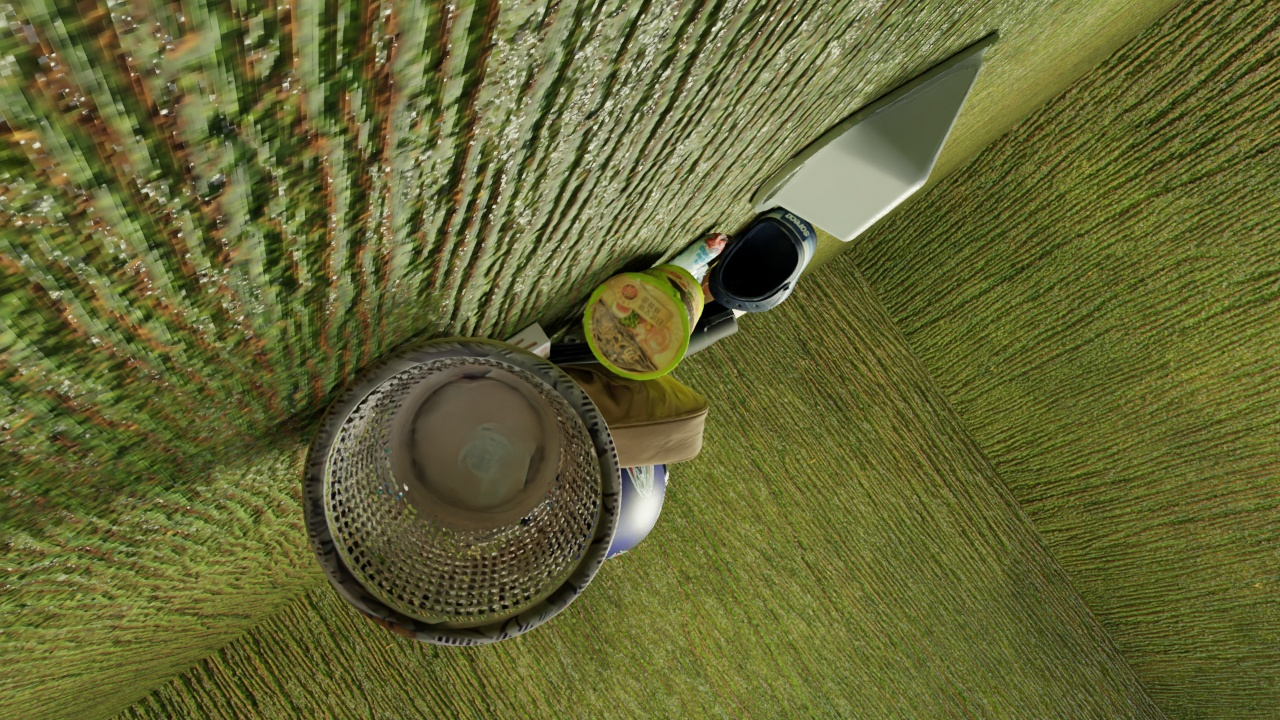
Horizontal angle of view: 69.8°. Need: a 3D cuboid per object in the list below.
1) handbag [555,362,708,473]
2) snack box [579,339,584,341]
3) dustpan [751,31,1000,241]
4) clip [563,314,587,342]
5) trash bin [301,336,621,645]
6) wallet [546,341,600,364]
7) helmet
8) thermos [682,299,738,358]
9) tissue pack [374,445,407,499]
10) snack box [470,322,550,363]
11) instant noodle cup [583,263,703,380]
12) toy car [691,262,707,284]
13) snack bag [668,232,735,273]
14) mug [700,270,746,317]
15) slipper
[{"bbox_3d":[-0.034,0.050,0.983,0.204,0.100,0.147,-4,-153,-24],"label":"handbag"},{"bbox_3d":[-0.068,0.010,1.158,0.113,0.053,0.125,-30,-159,0],"label":"snack box"},{"bbox_3d":[0.239,-0.248,1.016,0.257,0.142,0.223,-64,-171,-22],"label":"dustpan"},{"bbox_3d":[-0.058,-0.027,1.073,0.034,0.074,0.101,-32,178,-24],"label":"clip"},{"bbox_3d":[-0.137,0.087,0.746,0.227,0.227,0.192,-33,-171,-2],"label":"trash bin"},{"bbox_3d":[-0.085,-0.002,1.018,0.120,0.019,0.097,-6,171,-12],"label":"wallet"},{"bbox_3d":[-0.094,0.154,1.445,0.247,0.315,0.241,-20,155,-11],"label":"helmet"},{"bbox_3d":[0.026,-0.025,1.368,0.242,0.068,0.090,-25,173,-5],"label":"thermos"},{"bbox_3d":[-0.243,0.107,1.057,0.139,0.063,0.090,-33,176,-19],"label":"tissue pack"},{"bbox_3d":[-0.161,0.020,0.909,0.156,0.027,0.085,-33,176,-10],"label":"snack box"},{"bbox_3d":[0.014,-0.052,0.968,0.112,0.111,0.123,-35,-175,26],"label":"instant noodle cup"},{"bbox_3d":[0.057,-0.104,1.170,0.049,0.031,0.106,-34,176,-11],"label":"toy car"},{"bbox_3d":[0.060,-0.117,1.046,0.105,0.026,0.045,-33,180,27],"label":"snack bag"},{"bbox_3d":[0.132,-0.111,1.437,0.106,0.081,0.114,-34,150,28],"label":"mug"},{"bbox_3d":[0.156,-0.117,1.241,0.095,0.105,0.253,-39,177,-23],"label":"slipper"}]
